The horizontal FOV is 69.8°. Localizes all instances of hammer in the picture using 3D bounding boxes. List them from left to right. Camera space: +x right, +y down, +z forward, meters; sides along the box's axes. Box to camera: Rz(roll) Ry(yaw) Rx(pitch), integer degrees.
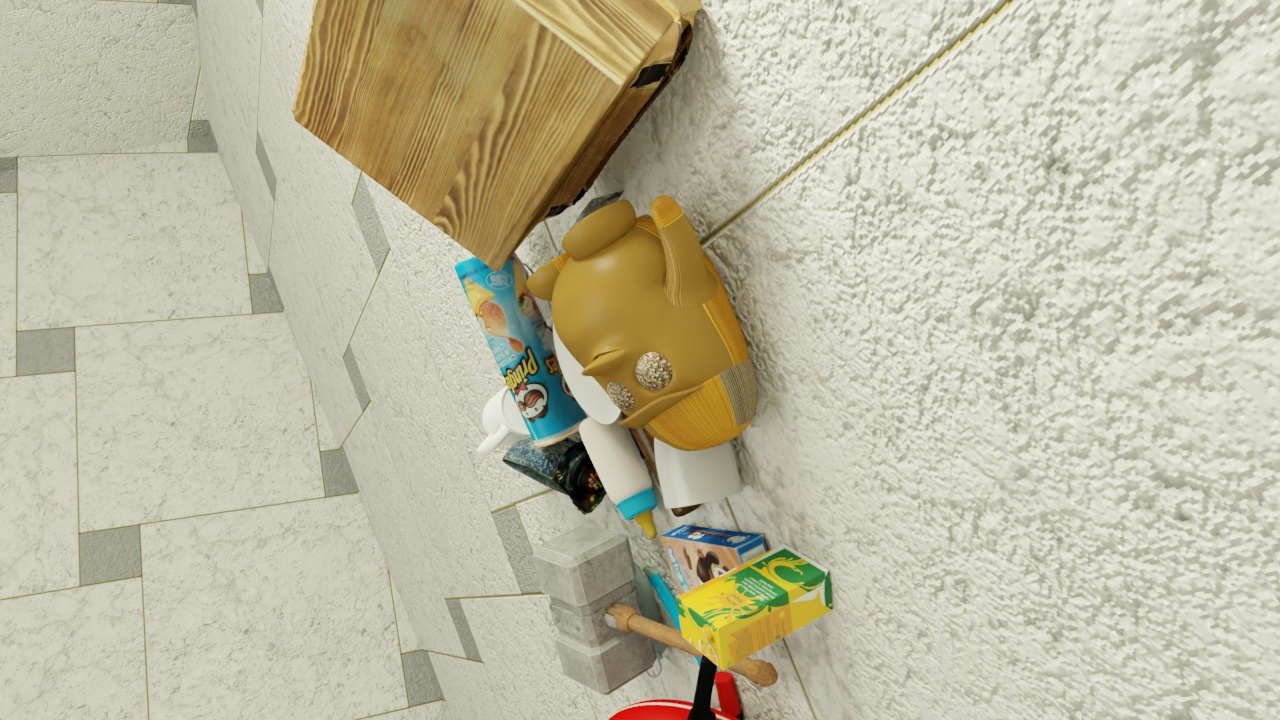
[{"bbox_3d":[-0.005,0.005,0.909,0.300,0.037,0.218,63,152,14],"label":"hammer"},{"bbox_3d":[0.021,0.276,0.928,0.318,0.082,0.163,1,108,53],"label":"hammer"}]

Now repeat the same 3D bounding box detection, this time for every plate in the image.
[{"bbox_3d":[-0.051,0.000,0.933,0.134,0.011,0.135,40,141,43],"label":"plate"}]

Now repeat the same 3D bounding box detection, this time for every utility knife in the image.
[{"bbox_3d":[0.052,0.301,1.018,0.173,0.015,0.031,59,154,19],"label":"utility knife"}]

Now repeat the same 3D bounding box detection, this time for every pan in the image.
[{"bbox_3d":[0.056,0.365,0.885,0.209,0.067,0.357,13,131,11],"label":"pan"}]

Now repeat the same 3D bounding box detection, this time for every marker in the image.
[{"bbox_3d":[0.103,0.402,0.982,0.023,0.021,0.145,16,122,67],"label":"marker"}]

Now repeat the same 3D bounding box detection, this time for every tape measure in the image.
[{"bbox_3d":[-0.061,0.130,1.055,0.071,0.072,0.042,52,169,-30],"label":"tape measure"}]

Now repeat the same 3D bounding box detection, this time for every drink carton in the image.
[{"bbox_3d":[0.092,0.202,0.759,0.058,0.122,0.041,23,126,56],"label":"drink carton"}]

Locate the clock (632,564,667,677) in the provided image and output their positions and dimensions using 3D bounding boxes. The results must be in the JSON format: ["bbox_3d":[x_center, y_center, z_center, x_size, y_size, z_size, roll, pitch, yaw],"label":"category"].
[{"bbox_3d":[-0.017,0.311,1.120,0.159,0.045,0.123,60,151,18],"label":"clock"}]

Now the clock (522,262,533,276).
[{"bbox_3d":[-0.149,-0.059,1.132,0.095,0.035,0.123,20,123,57],"label":"clock"}]

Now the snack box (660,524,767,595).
[{"bbox_3d":[0.078,0.209,0.886,0.152,0.034,0.087,-13,96,64],"label":"snack box"}]

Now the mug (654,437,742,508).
[{"bbox_3d":[0.048,0.082,0.840,0.107,0.071,0.089,63,-165,-86],"label":"mug"}]

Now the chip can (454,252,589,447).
[{"bbox_3d":[-0.132,-0.018,1.052,0.080,0.079,0.229,-7,109,63],"label":"chip can"}]

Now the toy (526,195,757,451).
[{"bbox_3d":[0.010,-0.015,0.748,0.203,0.162,0.199,56,141,4],"label":"toy"}]

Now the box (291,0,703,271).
[{"bbox_3d":[-0.102,-0.257,0.753,0.257,0.214,0.280,39,144,-7],"label":"box"}]

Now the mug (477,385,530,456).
[{"bbox_3d":[-0.169,0.080,1.180,0.074,0.110,0.091,44,154,-8],"label":"mug"}]

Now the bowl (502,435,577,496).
[{"bbox_3d":[-0.105,0.122,1.128,0.114,0.060,0.114,25,165,7],"label":"bowl"}]

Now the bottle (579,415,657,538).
[{"bbox_3d":[-0.017,0.125,0.988,0.146,0.051,0.051,64,152,14],"label":"bottle"}]
